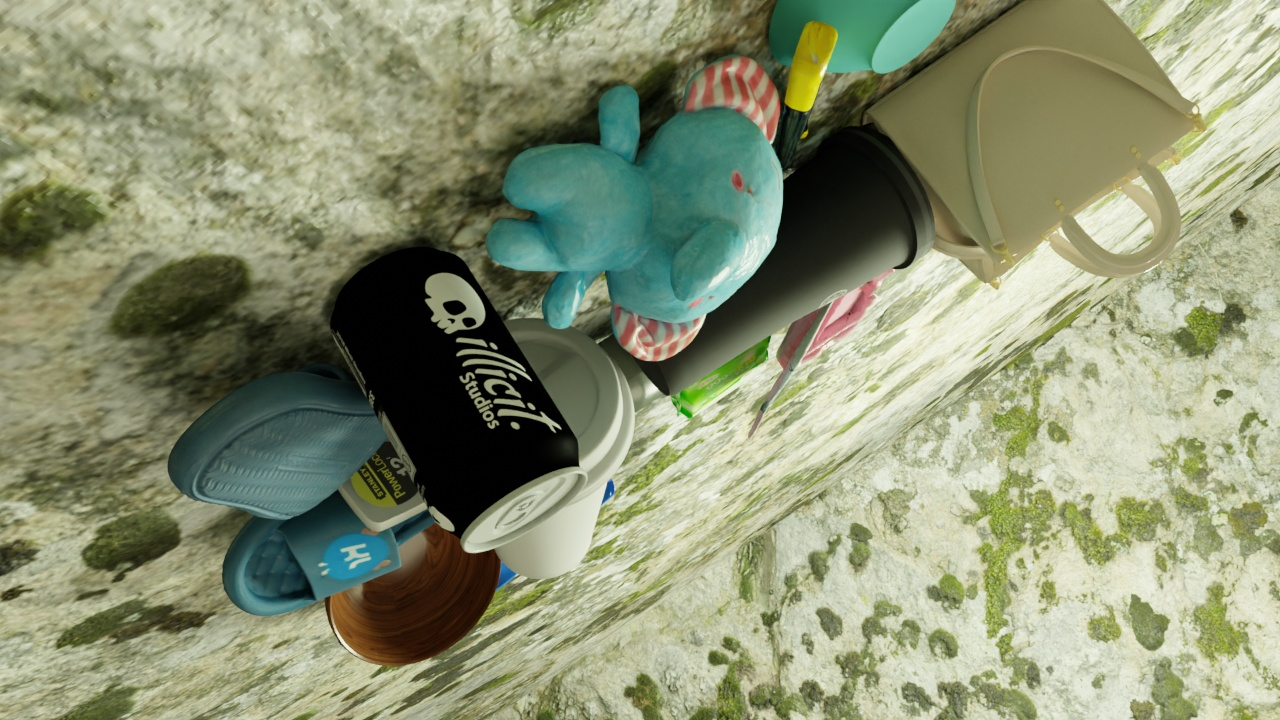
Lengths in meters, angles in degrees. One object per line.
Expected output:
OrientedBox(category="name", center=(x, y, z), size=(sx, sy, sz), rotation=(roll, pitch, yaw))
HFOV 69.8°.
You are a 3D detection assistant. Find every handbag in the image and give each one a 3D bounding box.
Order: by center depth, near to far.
OrientedBox(category="handbag", center=(0.284, -0.137, 0.640), size=(0.194, 0.198, 0.101), rotation=(-35, 161, 1))

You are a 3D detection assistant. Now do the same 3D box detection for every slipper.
OrientedBox(category="slipper", center=(-0.189, 0.037, 0.504), size=(0.103, 0.059, 0.214), rotation=(-41, 174, -8))
OrientedBox(category="slipper", center=(-0.191, 0.120, 0.663), size=(0.213, 0.059, 0.104), rotation=(-28, 140, -31))

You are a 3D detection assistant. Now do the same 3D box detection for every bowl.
OrientedBox(category="bowl", center=(0.132, -0.191, 0.493), size=(0.121, 0.046, 0.121), rotation=(-30, 161, -12))
OrientedBox(category="bowl", center=(-0.198, 0.172, 0.769), size=(0.147, 0.069, 0.147), rotation=(-13, 113, -32))

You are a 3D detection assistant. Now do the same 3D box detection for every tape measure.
OrientedBox(category="tape measure", center=(-0.170, 0.078, 0.623), size=(0.064, 0.064, 0.017), rotation=(-30, 162, -32))

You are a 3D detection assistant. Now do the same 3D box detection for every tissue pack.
OrientedBox(category="tissue pack", center=(0.078, 0.009, 0.914), size=(0.114, 0.034, 0.100), rotation=(-34, 160, -8))

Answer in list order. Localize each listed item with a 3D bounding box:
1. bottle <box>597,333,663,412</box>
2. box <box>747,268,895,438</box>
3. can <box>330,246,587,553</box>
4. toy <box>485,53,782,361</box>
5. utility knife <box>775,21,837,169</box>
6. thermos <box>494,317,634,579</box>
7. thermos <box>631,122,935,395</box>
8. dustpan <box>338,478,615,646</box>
OrientedBox(category="bottle", center=(-0.004, 0.004, 0.697), size=(0.108, 0.060, 0.060), rotation=(-34, 165, -37))
OrientedBox(category="box", center=(0.158, -0.029, 0.838), size=(0.180, 0.051, 0.233), rotation=(-45, 168, -18))
OrientedBox(category="can", center=(-0.094, 0.018, 0.471), size=(0.080, 0.146, 0.080), rotation=(-30, 161, -12))
OrientedBox(category="toy", center=(0.008, -0.073, 0.490), size=(0.180, 0.115, 0.184), rotation=(-7, 127, -44))
OrientedBox(category="utility knife", center=(0.092, -0.145, 0.540), size=(0.186, 0.020, 0.028), rotation=(63, 49, -83))
OrientedBox(category="thermos", center=(-0.073, 0.078, 0.646), size=(0.131, 0.131, 0.222), rotation=(-28, 153, -19))
OrientedBox(category="thermos", center=(0.089, -0.064, 0.627), size=(0.218, 0.106, 0.106), rotation=(-34, 161, -9))
OrientedBox(category="dustpan", center=(-0.138, 0.188, 0.908), size=(0.258, 0.059, 0.245), rotation=(-40, 174, 3))
